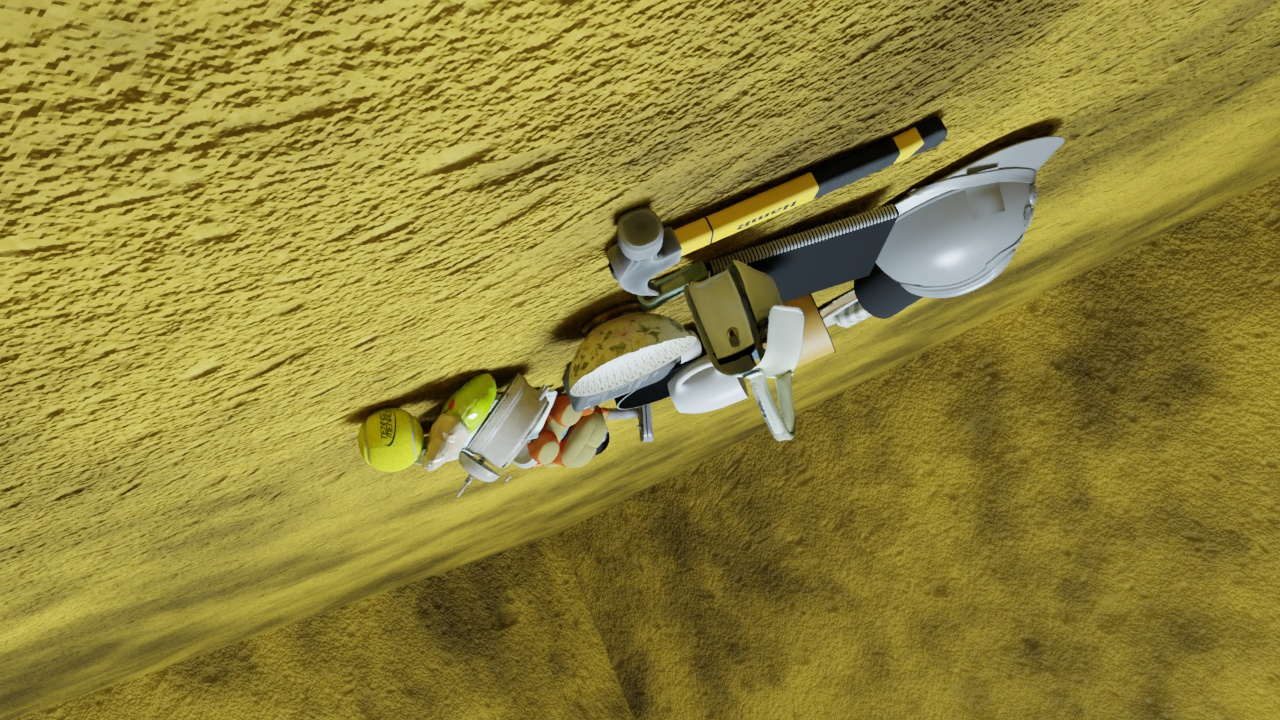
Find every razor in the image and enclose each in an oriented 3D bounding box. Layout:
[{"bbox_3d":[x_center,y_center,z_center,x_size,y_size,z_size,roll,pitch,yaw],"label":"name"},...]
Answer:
[{"bbox_3d":[-0.041,0.081,1.395,0.116,0.088,0.047,-2,164,-9],"label":"razor"}]

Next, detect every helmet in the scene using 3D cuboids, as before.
[{"bbox_3d":[0.368,-0.140,1.047,0.272,0.117,0.183,-27,169,34],"label":"helmet"}]

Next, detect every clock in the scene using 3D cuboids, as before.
[{"bbox_3d":[-0.155,0.089,1.022,0.156,0.061,0.103,-56,-173,-6],"label":"clock"}]

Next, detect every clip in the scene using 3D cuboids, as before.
[{"bbox_3d":[0.032,-0.075,0.924,0.076,0.023,0.042,-26,167,1],"label":"clip"}]

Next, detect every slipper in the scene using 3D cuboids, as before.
[{"bbox_3d":[0.392,-0.108,1.426,0.273,0.054,0.114,-28,173,15],"label":"slipper"}]

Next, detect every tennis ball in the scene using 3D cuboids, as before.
[{"bbox_3d":[-0.257,0.081,0.944,0.065,0.065,0.065,-23,169,-5],"label":"tennis ball"}]

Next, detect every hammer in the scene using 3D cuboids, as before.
[{"bbox_3d":[0.121,-0.139,0.801,0.324,0.034,0.170,-24,170,-6],"label":"hammer"}]

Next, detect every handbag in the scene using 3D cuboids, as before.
[{"bbox_3d":[0.124,-0.007,0.904,0.074,0.176,0.151,-24,168,22],"label":"handbag"}]

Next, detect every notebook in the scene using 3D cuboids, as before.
[{"bbox_3d":[0.168,-0.100,1.003,0.206,0.016,0.149,-18,160,-5],"label":"notebook"}]

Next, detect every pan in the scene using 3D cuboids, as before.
[{"bbox_3d":[0.084,0.013,1.367,0.204,0.044,0.355,-28,168,20],"label":"pan"}]

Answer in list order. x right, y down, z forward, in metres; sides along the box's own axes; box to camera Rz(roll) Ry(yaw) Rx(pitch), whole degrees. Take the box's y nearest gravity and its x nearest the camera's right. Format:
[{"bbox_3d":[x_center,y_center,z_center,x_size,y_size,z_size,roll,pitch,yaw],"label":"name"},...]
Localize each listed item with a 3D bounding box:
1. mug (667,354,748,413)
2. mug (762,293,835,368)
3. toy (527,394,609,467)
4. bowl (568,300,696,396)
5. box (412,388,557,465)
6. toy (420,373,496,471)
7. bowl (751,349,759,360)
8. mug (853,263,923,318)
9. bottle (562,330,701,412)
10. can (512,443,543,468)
[{"bbox_3d":[0.079,0.026,1.169,0.089,0.071,0.107,-23,157,12],"label":"mug"},{"bbox_3d":[0.191,-0.046,1.213,0.094,0.100,0.124,-24,128,9],"label":"mug"},{"bbox_3d":[-0.096,0.098,1.275,0.112,0.096,0.176,-59,169,3],"label":"toy"},{"bbox_3d":[-0.019,-0.019,0.968,0.145,0.063,0.145,-23,168,-5],"label":"bowl"},{"bbox_3d":[-0.201,0.080,1.126,0.126,0.074,0.197,-50,159,25],"label":"box"},{"bbox_3d":[-0.194,0.067,0.967,0.092,0.043,0.117,-38,-162,53],"label":"toy"},{"bbox_3d":[0.205,-0.030,1.374,0.114,0.060,0.114,-24,168,-6],"label":"bowl"},{"bbox_3d":[0.358,-0.120,1.263,0.113,0.078,0.088,-48,-176,-35],"label":"mug"},{"bbox_3d":[-0.007,0.007,1.151,0.173,0.046,0.084,-21,168,-15],"label":"bottle"},{"bbox_3d":[-0.144,0.122,1.355,0.064,0.064,0.104,-30,167,27],"label":"can"}]
